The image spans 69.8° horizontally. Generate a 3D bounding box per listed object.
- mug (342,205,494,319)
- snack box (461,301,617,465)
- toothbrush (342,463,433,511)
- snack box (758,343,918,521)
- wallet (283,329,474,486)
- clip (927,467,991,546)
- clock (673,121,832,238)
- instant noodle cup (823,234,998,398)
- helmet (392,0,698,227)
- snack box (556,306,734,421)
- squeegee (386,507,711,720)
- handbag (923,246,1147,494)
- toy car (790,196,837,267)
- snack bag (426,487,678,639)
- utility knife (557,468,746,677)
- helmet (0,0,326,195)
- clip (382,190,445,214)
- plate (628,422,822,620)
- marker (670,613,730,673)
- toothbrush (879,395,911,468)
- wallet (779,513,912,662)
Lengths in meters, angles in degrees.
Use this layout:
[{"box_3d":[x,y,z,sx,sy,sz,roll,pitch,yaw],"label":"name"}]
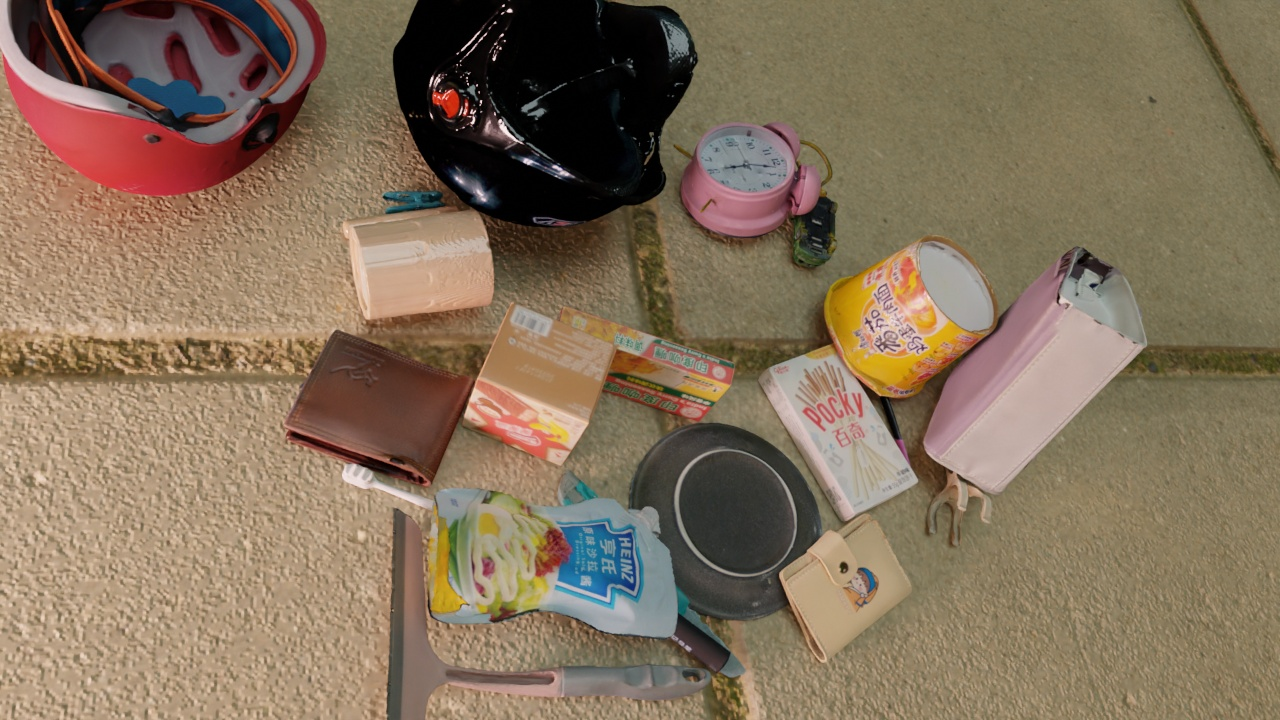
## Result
[{"box_3d":[-0.193,-0.092,0.787,0.103,0.084,0.124,-11,43,-23],"label":"mug"},{"box_3d":[-0.084,0.021,0.748,0.093,0.095,0.076,23,58,-7],"label":"snack box"},{"box_3d":[-0.147,0.119,0.720,0.180,0.016,0.016,23,60,-7],"label":"toothbrush"},{"box_3d":[0.185,0.065,0.862,0.084,0.027,0.156,-20,72,-27],"label":"snack box"},{"box_3d":[-0.207,0.036,0.735,0.124,0.032,0.101,21,56,-9],"label":"wallet"},{"box_3d":[0.304,0.118,0.854,0.035,0.093,0.103,28,68,-4],"label":"clip"},{"box_3d":[0.120,-0.191,0.939,0.158,0.060,0.117,-11,59,-15],"label":"clock"},{"box_3d":[0.266,-0.047,0.885,0.138,0.110,0.137,17,56,-27],"label":"instant noodle cup"},{"box_3d":[-0.092,-0.230,0.804,0.233,0.231,0.274,0,67,-48],"label":"helmet"},{"box_3d":[-0.005,0.005,0.796,0.155,0.077,0.027,18,58,-10],"label":"snack box"},{"box_3d":[-0.065,0.234,0.675,0.249,0.040,0.247,10,43,-21],"label":"squeegee"},{"box_3d":[0.356,0.008,0.834,0.098,0.198,0.144,30,38,1],"label":"handbag"},{"box_3d":[0.181,-0.139,0.964,0.043,0.036,0.091,17,59,-10],"label":"toy car"},{"box_3d":[-0.063,0.152,0.694,0.190,0.039,0.110,8,46,-20],"label":"snack bag"},{"box_3d":[0.006,0.174,0.743,0.029,0.013,0.216,-44,82,-3],"label":"utility knife"},{"box_3d":[-0.385,-0.226,0.748,0.207,0.144,0.239,48,44,8],"label":"helmet"},{"box_3d":[-0.207,-0.144,0.841,0.056,0.014,0.043,-6,65,-20],"label":"clip"},{"box_3d":[0.078,0.132,0.789,0.179,0.024,0.179,9,60,-16],"label":"plate"},{"box_3d":[0.014,0.197,0.726,0.132,0.020,0.022,36,79,10],"label":"marker"},{"box_3d":[0.237,0.030,0.908,0.017,0.014,0.189,-6,66,-12],"label":"toothbrush"},{"box_3d":[0.176,0.189,0.786,0.115,0.024,0.087,-27,87,-28],"label":"wallet"}]
